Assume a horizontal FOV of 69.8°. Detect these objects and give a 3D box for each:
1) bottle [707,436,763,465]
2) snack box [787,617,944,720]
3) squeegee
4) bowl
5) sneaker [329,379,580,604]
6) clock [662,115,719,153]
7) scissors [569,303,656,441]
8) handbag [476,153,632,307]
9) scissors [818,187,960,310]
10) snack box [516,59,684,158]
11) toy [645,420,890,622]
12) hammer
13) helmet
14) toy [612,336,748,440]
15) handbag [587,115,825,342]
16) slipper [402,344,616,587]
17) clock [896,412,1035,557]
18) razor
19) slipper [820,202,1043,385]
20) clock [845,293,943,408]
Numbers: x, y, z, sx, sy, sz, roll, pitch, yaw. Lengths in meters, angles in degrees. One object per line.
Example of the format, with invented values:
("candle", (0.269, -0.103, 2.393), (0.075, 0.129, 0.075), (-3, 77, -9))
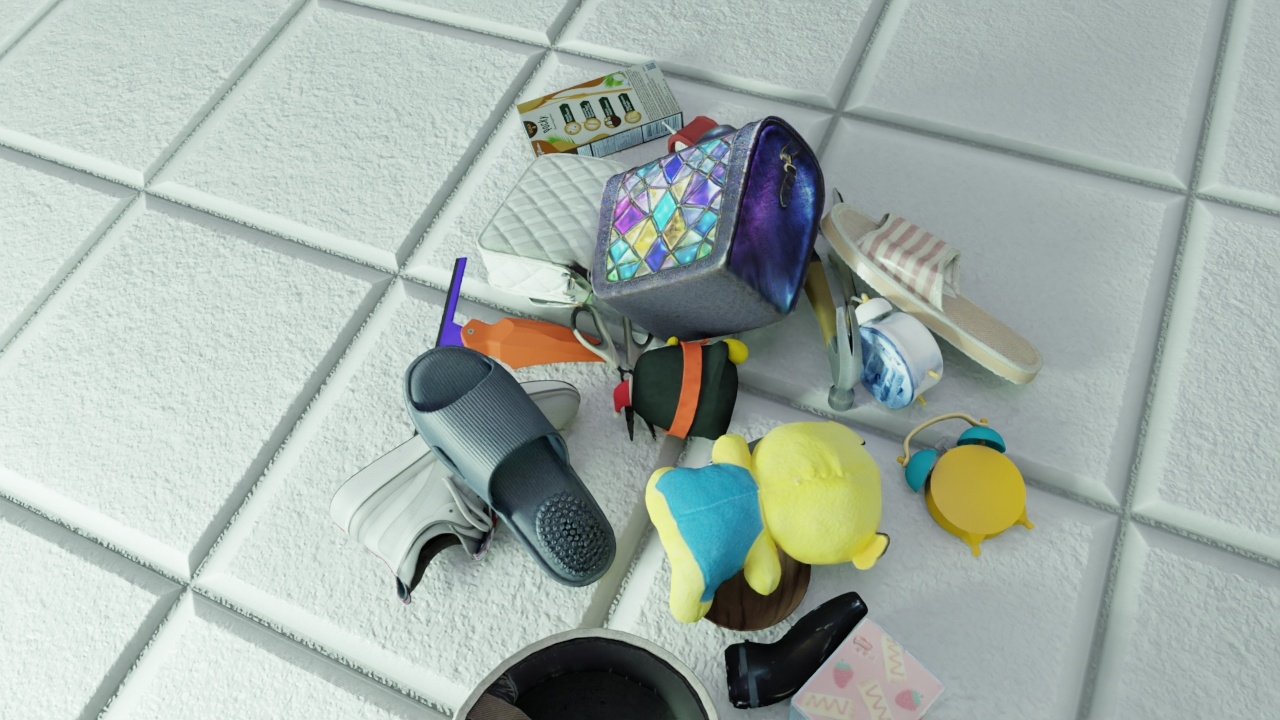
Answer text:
("bottle", (0.098, 0.106, 0.877), (0.112, 0.047, 0.047), (-21, 59, -5))
("snack box", (0.179, 0.277, 0.738), (0.094, 0.093, 0.079), (-42, 63, -17))
("squeegee", (-0.126, -0.018, 0.973), (0.185, 0.055, 0.249), (6, 53, -2))
("bowl", (0.094, 0.190, 0.835), (0.119, 0.032, 0.119), (-3, 59, 5))
("sneaker", (-0.156, 0.118, 0.884), (0.262, 0.097, 0.128), (-32, 73, -13))
("clock", (0.080, -0.228, 1.052), (0.044, 0.087, 0.124), (-38, 60, -14))
("scissors", (-0.024, 0.003, 0.955), (0.153, 0.013, 0.163), (30, 55, -7))
("handbag", (-0.083, -0.145, 1.014), (0.139, 0.073, 0.194), (12, 50, 16))
("scissors", (0.242, -0.109, 1.002), (0.200, 0.015, 0.179), (20, 64, 19))
("snack box", (-0.051, -0.303, 1.144), (0.186, 0.032, 0.101), (-20, 59, -4))
("toy", (0.114, 0.128, 0.800), (0.214, 0.084, 0.148), (-14, 68, -3))
("hammer", (0.172, -0.114, 0.966), (0.025, 0.118, 0.332), (-10, 55, -3))
("helmet", (-0.035, 0.317, 0.647), (0.233, 0.254, 0.233), (21, 40, 12))
("toy", (0.036, 0.026, 0.897), (0.119, 0.098, 0.099), (9, 71, -9))
("handbag", (0.066, -0.144, 0.934), (0.205, 0.125, 0.221), (-11, 58, 42))
("slipper", (-0.105, 0.091, 0.821), (0.101, 0.083, 0.263), (-40, 97, -24))
("clock", (0.302, 0.110, 0.851), (0.099, 0.044, 0.129), (-24, 67, -7))
("razor", (0.128, 0.240, 0.777), (0.140, 0.053, 0.063), (-39, 80, -2))
("slipper", (0.297, -0.079, 0.920), (0.263, 0.052, 0.114), (42, 37, 14))
("clock", (0.241, -0.012, 0.903), (0.052, 0.089, 0.125), (-28, 62, -16))
